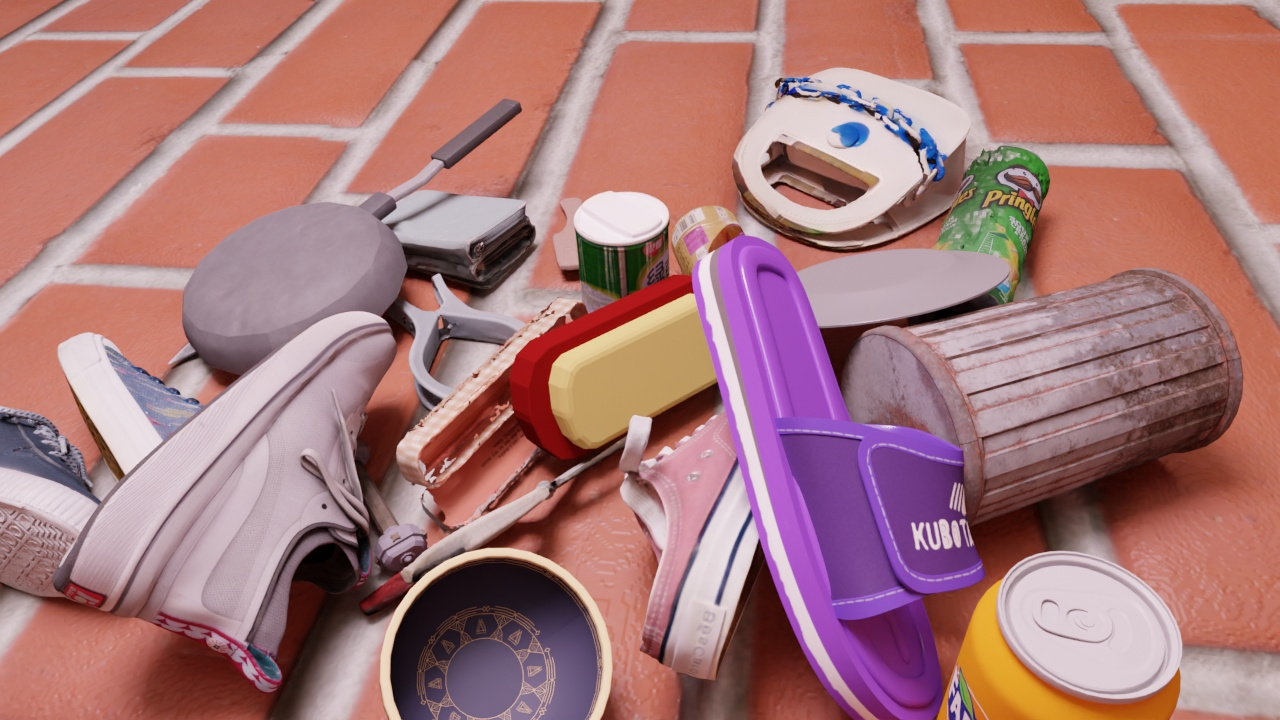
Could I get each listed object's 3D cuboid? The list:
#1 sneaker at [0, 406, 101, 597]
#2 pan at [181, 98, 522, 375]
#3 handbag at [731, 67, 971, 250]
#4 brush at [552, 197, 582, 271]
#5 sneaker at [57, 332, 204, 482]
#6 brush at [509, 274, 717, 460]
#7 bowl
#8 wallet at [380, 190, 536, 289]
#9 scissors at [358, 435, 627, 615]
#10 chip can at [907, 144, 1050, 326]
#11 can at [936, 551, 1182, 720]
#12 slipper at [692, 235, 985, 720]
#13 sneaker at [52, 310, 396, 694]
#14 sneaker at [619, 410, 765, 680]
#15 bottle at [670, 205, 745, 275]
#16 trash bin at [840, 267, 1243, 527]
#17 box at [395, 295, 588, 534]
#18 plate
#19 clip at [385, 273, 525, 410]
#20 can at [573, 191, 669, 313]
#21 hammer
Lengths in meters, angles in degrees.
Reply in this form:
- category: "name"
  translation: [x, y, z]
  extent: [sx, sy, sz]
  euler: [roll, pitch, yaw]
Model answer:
- category: "sneaker"
  translation: [-0.396, 0.077, 0.581]
  extent: [0.236, 0.089, 0.087]
  euler: [13, 38, 24]
- category: "pan"
  translation: [-0.223, -0.125, 0.760]
  extent: [0.179, 0.041, 0.356]
  euler: [23, 56, 32]
- category: "handbag"
  translation: [0.187, -0.189, 0.849]
  extent: [0.201, 0.093, 0.199]
  euler: [32, 59, 34]
- category: "brush"
  translation: [-0.056, -0.114, 0.832]
  extent: [0.050, 0.015, 0.135]
  euler: [-8, 35, -7]
- category: "sneaker"
  translation: [-0.315, 0.047, 0.611]
  extent: [0.079, 0.088, 0.235]
  euler: [-27, 49, -32]
- category: "brush"
  translation: [-0.004, 0.004, 0.625]
  extent: [0.173, 0.082, 0.042]
  euler: [-27, 27, -29]
- category: "bowl"
  translation: [-0.076, 0.159, 0.469]
  extent: [0.112, 0.061, 0.112]
  euler: [8, 62, -15]
- category: "wallet"
  translation: [-0.169, -0.110, 0.805]
  extent: [0.132, 0.054, 0.100]
  euler: [16, 36, 24]
- category: "scissors"
  translation: [-0.087, 0.097, 0.546]
  extent: [0.193, 0.179, 0.015]
  euler: [-33, 86, 4]
- category: "chip can"
  translation: [0.275, -0.093, 0.739]
  extent: [0.075, 0.076, 0.222]
  euler: [16, 44, 21]
- category: "can"
  translation: [0.177, 0.155, 0.403]
  extent: [0.079, 0.143, 0.079]
  euler: [-2, 41, 1]
- category: "slipper"
  translation: [0.113, 0.046, 0.468]
  extent: [0.107, 0.084, 0.266]
  euler: [6, 62, -51]
- category: "sneaker"
  translation: [-0.196, 0.066, 0.540]
  extent: [0.128, 0.097, 0.262]
  euler: [43, 34, -11]
- category: "sneaker"
  translation: [0.034, 0.076, 0.520]
  extent: [0.088, 0.118, 0.240]
  euler: [16, 29, 13]
- category: "bottle"
  translation: [0.073, -0.050, 0.714]
  extent: [0.059, 0.060, 0.166]
  euler: [-11, 50, -9]
- category: "trash bin"
  translation: [0.233, 0.024, 0.562]
  extent: [0.211, 0.131, 0.130]
  euler: [-14, 42, -15]
- category: "box"
  translation: [-0.086, 0.033, 0.622]
  extent: [0.043, 0.083, 0.186]
  euler: [9, 42, 35]
- category: "plate"
  translation: [0.155, -0.056, 0.624]
  extent: [0.178, 0.012, 0.178]
  euler: [-12, 16, 3]
- category: "clip"
  translation: [-0.164, -0.003, 0.698]
  extent: [0.141, 0.029, 0.171]
  euler: [-32, 48, -31]
- category: "can"
  translation: [-0.011, -0.059, 0.680]
  extent: [0.067, 0.121, 0.067]
  euler: [-2, 41, 2]
- category: "hammer"
  translation: [-0.231, 0.040, 0.653]
  extent: [0.146, 0.028, 0.317]
  euler: [-30, 46, -19]
